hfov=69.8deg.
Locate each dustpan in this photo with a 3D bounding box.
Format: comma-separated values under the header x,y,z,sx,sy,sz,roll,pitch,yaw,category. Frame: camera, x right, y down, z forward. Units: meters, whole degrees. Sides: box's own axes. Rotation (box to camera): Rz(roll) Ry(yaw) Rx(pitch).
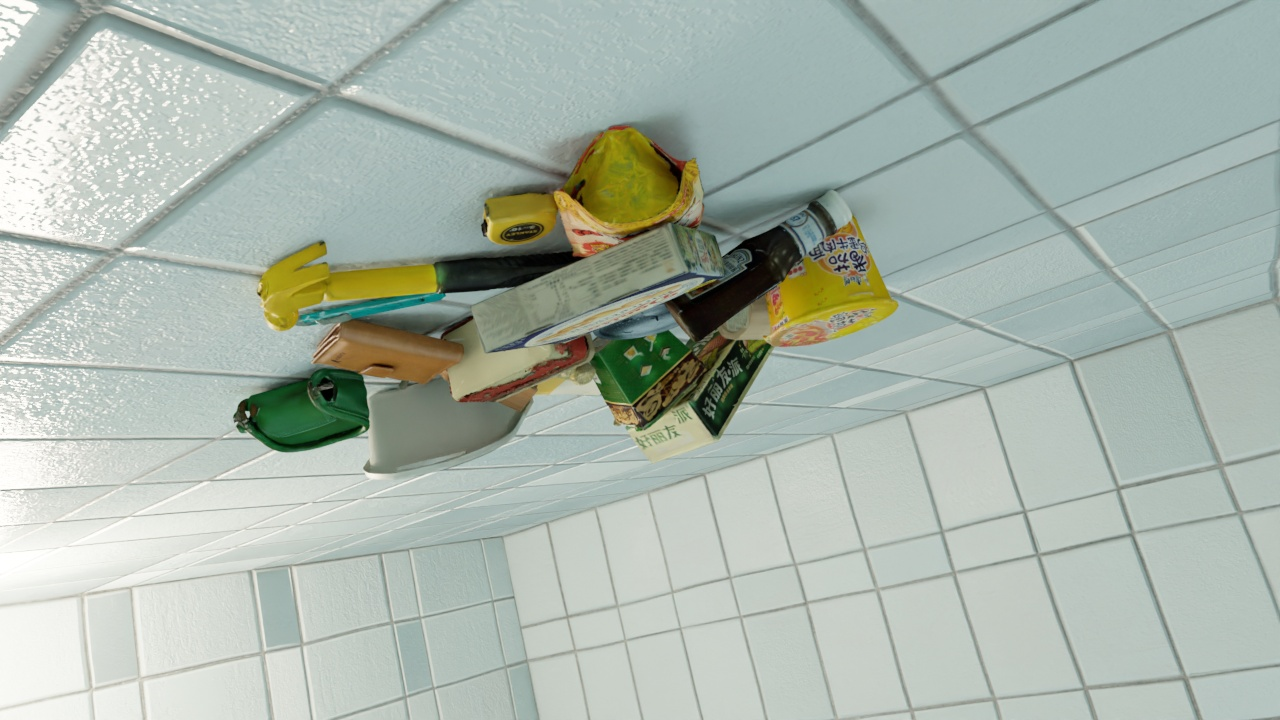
x,y,z,sx,sy,sz,roll,pitch,yaw,category
-0.263,0.109,1.249,0.223,0.142,0.258,-14,162,1,dustpan

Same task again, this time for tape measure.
x,y,z,sx,sy,sz,roll,pitch,yaw,category
-0.098,-0.117,0.740,0.060,0.029,0.057,-10,165,-16,tape measure

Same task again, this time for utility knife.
x,y,z,sx,sy,sz,roll,pitch,yaw,category
-0.262,-0.049,0.885,0.151,0.013,0.029,-12,168,-7,utility knife

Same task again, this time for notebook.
x,y,z,sx,sy,sz,roll,pitch,yaw,category
-0.086,0.021,1.317,0.145,0.010,0.207,1,163,-26,notebook

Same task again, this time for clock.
x,y,z,sx,sy,sz,roll,pitch,yaw,category
0.010,-0.073,0.962,0.117,0.059,0.159,-5,166,-29,clock

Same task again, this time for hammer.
x,y,z,sx,sy,sz,roll,pitch,yaw,category
-0.183,-0.074,0.824,0.300,0.033,0.129,-8,167,-24,hammer

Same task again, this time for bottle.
x,y,z,sx,sy,sz,roll,pitch,yaw,category
0.115,-0.094,0.884,0.195,0.044,0.080,-35,-155,0,bottle

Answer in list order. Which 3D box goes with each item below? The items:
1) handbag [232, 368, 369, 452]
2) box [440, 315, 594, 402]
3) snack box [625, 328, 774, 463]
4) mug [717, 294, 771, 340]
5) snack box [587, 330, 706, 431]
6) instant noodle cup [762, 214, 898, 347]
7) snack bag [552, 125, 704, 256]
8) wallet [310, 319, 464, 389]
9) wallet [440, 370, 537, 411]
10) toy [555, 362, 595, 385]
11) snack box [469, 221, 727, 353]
x,y,z,sx,sy,sz,roll,pitch,yaw,category
-0.394,0.060,1.082,0.131,0.068,0.120,-17,165,14,handbag
-0.141,-0.014,0.985,0.169,0.091,0.080,-23,166,36,box
0.085,0.024,1.160,0.115,0.063,0.239,-25,-161,42,snack box
0.137,-0.068,1.097,0.103,0.084,0.125,-4,-170,-32,mug
-0.006,0.006,1.087,0.117,0.105,0.118,-42,-167,-15,snack box
0.190,-0.087,0.974,0.138,0.109,0.138,-13,167,-3,instant noodle cup
-0.006,-0.124,0.758,0.128,0.073,0.208,-15,174,1,snack bag
-0.271,-0.007,0.976,0.130,0.035,0.119,13,153,-32,wallet
-0.186,0.022,1.117,0.115,0.020,0.101,28,156,-10,wallet
-0.110,0.005,1.093,0.105,0.066,0.157,30,167,-32,toy
-0.027,-0.061,0.793,0.178,0.046,0.182,-21,178,17,snack box
